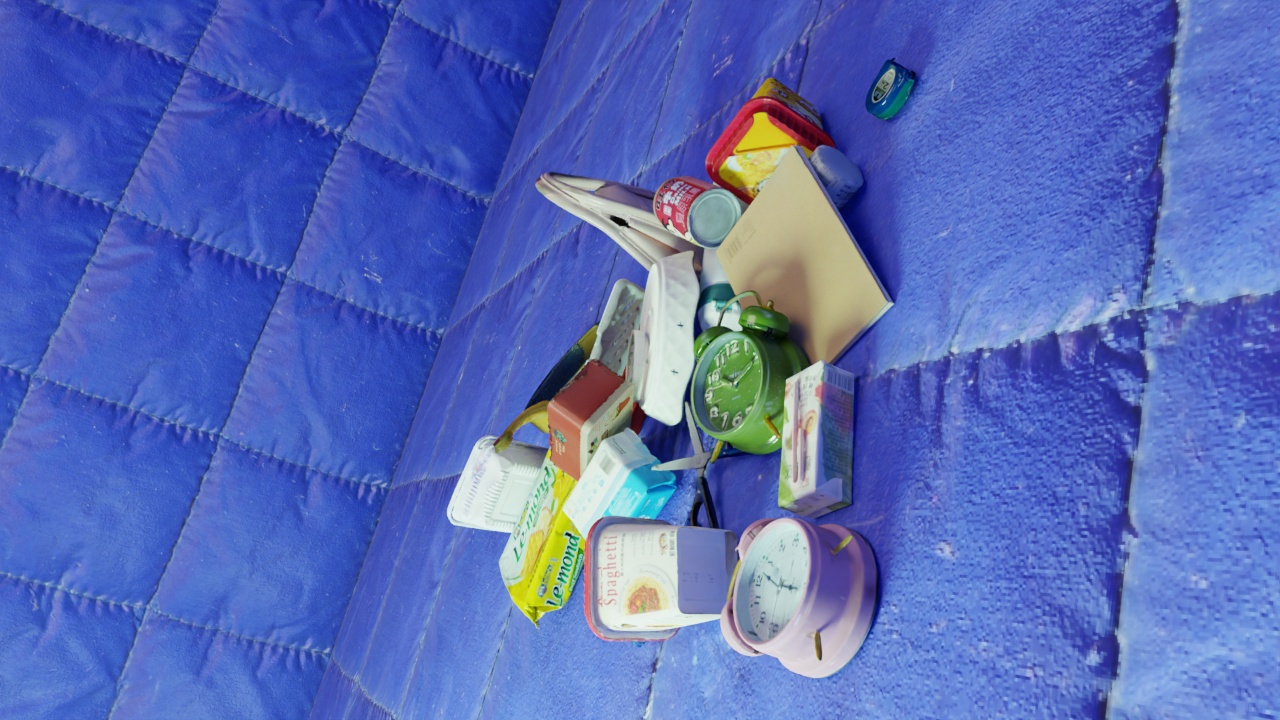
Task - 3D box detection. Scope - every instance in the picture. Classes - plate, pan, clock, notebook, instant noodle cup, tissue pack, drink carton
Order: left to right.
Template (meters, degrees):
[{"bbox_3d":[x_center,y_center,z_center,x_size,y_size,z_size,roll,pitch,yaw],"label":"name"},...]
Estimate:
[{"bbox_3d":[-0.176,0.190,1.313,0.060,0.173,0.138,27,95,45],"label":"instant noodle cup"},{"bbox_3d":[-0.121,0.047,1.275,0.198,0.078,0.356,-44,13,26],"label":"pan"},{"bbox_3d":[-0.022,0.156,1.047,0.090,0.063,0.140,45,117,32],"label":"tissue pack"},{"bbox_3d":[0.022,0.200,0.853,0.124,0.116,0.116,-22,63,48],"label":"instant noodle cup"},{"bbox_3d":[0.029,-0.026,1.066,0.205,0.045,0.205,-176,92,-83],"label":"plate"},{"bbox_3d":[0.099,0.011,0.868,0.116,0.056,0.161,-28,56,47],"label":"clock"},{"bbox_3d":[0.146,-0.241,1.011,0.116,0.116,0.123,-50,15,38],"label":"instant noodle cup"},{"bbox_3d":[0.114,0.180,0.719,0.159,0.059,0.117,-23,47,65],"label":"clock"},{"bbox_3d":[0.146,-0.083,0.882,0.150,0.012,0.211,-53,43,38],"label":"notebook"},{"bbox_3d":[0.147,0.066,0.771,0.054,0.045,0.122,-37,37,53],"label":"drink carton"}]

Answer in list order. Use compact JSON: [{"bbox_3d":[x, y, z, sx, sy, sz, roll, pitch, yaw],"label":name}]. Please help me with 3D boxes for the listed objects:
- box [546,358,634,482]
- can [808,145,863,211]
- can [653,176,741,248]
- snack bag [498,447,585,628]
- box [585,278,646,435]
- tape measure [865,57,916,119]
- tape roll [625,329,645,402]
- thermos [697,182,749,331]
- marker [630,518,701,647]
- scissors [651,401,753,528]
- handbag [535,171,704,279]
[{"bbox_3d":[-0.064,0.070,1.076,0.091,0.077,0.169,-46,-18,-26],"label":"box"},{"bbox_3d":[0.160,-0.147,0.938,0.147,0.058,0.058,-51,26,38],"label":"can"},{"bbox_3d":[0.060,-0.165,1.010,0.066,0.066,0.094,-65,31,9],"label":"can"},{"bbox_3d":[-0.108,0.216,1.226,0.246,0.068,0.158,-66,22,3],"label":"snack bag"},{"bbox_3d":[-0.027,-0.004,1.206,0.095,0.098,0.201,2,72,70],"label":"box"},{"bbox_3d":[0.244,-0.262,0.893,0.055,0.025,0.058,-60,17,24],"label":"tape measure"},{"bbox_3d":[-0.006,0.006,1.085,0.086,0.014,0.086,-177,92,-84],"label":"tape roll"},{"bbox_3d":[0.105,-0.126,1.048,0.073,0.073,0.223,-39,35,52],"label":"thermos"},{"bbox_3d":[0.025,0.231,0.950,0.146,0.017,0.017,-65,20,7],"label":"marker"},{"bbox_3d":[0.066,0.110,0.932,0.174,0.012,0.162,-20,58,47],"label":"scissors"},{"bbox_3d":[-0.027,-0.188,1.194,0.093,0.234,0.193,-60,21,15],"label":"handbag"}]
